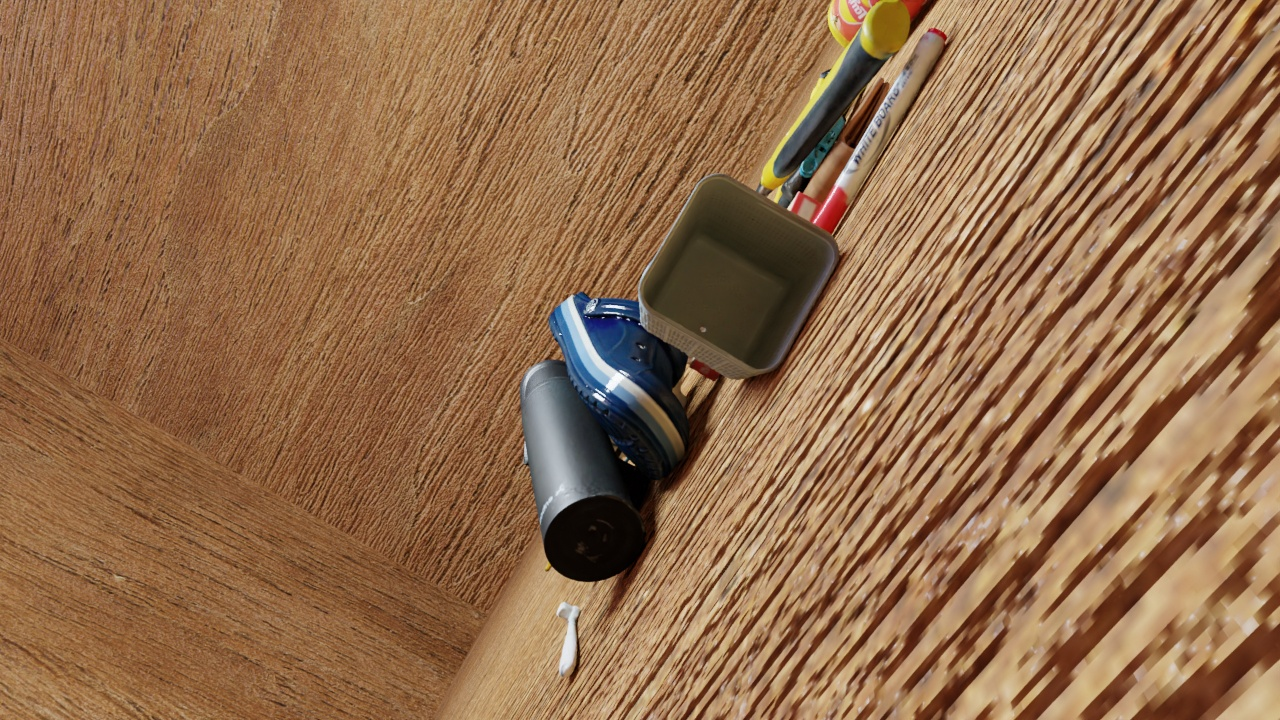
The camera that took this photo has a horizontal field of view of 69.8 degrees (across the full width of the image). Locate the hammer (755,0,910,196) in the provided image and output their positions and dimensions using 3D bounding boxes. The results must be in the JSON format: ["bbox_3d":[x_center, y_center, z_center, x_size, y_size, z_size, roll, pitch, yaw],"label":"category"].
[{"bbox_3d":[0.111,-0.150,0.709,0.324,0.032,0.126,128,166,-65],"label":"hammer"}]

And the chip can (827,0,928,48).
[{"bbox_3d":[0.223,-0.332,0.729,0.073,0.073,0.217,-60,2,-19],"label":"chip can"}]

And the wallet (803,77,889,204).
[{"bbox_3d":[0.152,-0.155,0.710,0.115,0.020,0.101,-57,-1,-40],"label":"wallet"}]

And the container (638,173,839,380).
[{"bbox_3d":[0.053,-0.043,0.559,0.090,0.090,0.111,-60,-1,-6],"label":"container"}]

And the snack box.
[{"bbox_3d":[0.088,-0.053,0.703,0.075,0.025,0.153,-62,2,-39],"label":"snack box"}]

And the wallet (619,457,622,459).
[{"bbox_3d":[-0.049,0.126,0.921,0.129,0.037,0.107,-63,-35,-45],"label":"wallet"}]

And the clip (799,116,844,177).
[{"bbox_3d":[0.147,-0.173,0.750,0.055,0.013,0.034,-55,-5,-10],"label":"clip"}]

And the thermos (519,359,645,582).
[{"bbox_3d":[-0.057,0.082,0.715,0.242,0.068,0.090,-119,48,-65],"label":"thermos"}]

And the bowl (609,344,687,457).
[{"bbox_3d":[0.003,0.044,0.872,0.116,0.066,0.116,-61,1,1],"label":"bowl"}]

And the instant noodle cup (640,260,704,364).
[{"bbox_3d":[0.046,-0.048,0.865,0.099,0.099,0.109,-59,9,19],"label":"instant noodle cup"}]

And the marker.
[{"bbox_3d":[0.148,-0.140,0.575,0.145,0.017,0.017,-60,2,7],"label":"marker"}]

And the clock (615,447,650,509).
[{"bbox_3d":[-0.036,0.127,0.772,0.121,0.055,0.082,-63,4,-39],"label":"clock"}]

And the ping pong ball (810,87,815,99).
[{"bbox_3d":[0.196,-0.269,0.947,0.040,0.040,0.040,-60,2,2],"label":"ping pong ball"}]

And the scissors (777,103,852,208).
[{"bbox_3d":[0.170,-0.200,0.864,0.234,0.022,0.140,-51,-13,-57],"label":"scissors"}]

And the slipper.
[{"bbox_3d":[-0.004,0.004,0.732,0.095,0.105,0.252,-39,27,1],"label":"slipper"}]

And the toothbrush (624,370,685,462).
[{"bbox_3d":[0.005,0.076,1.076,0.192,0.018,0.016,-59,2,32],"label":"toothbrush"}]

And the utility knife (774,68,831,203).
[{"bbox_3d":[0.156,-0.193,0.875,0.033,0.015,0.177,3,-69,-49],"label":"utility knife"}]

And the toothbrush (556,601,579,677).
[{"bbox_3d":[-0.055,0.204,0.680,0.016,0.016,0.180,-62,2,-4],"label":"toothbrush"}]

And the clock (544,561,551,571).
[{"bbox_3d":[-0.070,0.168,1.044,0.158,0.060,0.117,-59,3,-6],"label":"clock"}]
